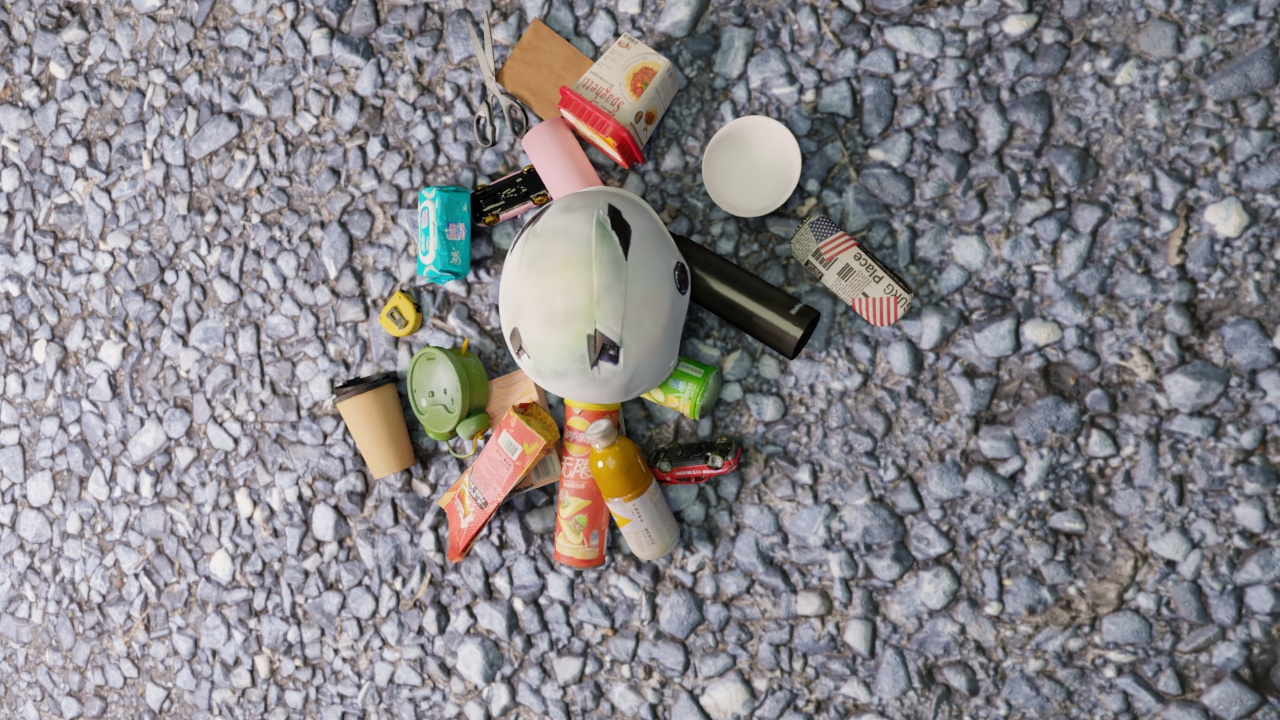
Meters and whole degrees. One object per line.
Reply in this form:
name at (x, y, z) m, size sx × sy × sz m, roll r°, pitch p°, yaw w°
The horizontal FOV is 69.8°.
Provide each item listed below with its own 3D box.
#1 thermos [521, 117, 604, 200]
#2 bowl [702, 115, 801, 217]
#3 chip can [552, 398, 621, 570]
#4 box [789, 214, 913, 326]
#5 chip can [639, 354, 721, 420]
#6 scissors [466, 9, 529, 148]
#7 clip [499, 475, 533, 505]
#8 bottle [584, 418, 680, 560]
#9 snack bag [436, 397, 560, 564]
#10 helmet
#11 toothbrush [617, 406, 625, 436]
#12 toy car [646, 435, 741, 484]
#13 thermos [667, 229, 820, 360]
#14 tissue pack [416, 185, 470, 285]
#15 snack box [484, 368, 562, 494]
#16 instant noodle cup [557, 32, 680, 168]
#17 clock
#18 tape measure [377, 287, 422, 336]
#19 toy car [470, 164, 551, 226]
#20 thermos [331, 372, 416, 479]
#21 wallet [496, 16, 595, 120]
thermos at (-0.080, -0.211, 1.165) m, size 0.067 × 0.087 × 0.198 m, roll -31°, pitch 81°, yaw 12°
bowl at (0.139, -0.228, 1.101) m, size 0.118 × 0.064 × 0.118 m, roll 0°, pitch 91°, yaw 20°
chip can at (-0.068, 0.153, 1.170) m, size 0.073 × 0.073 × 0.216 m, roll 7°, pitch 97°, yaw 19°
box at (0.249, -0.106, 1.083) m, size 0.068 × 0.051 × 0.164 m, roll -45°, pitch 78°, yaw 4°
chip can at (-0.007, 0.007, 1.152) m, size 0.221 × 0.072 × 0.072 m, roll 21°, pitch 97°, yaw 18°
scissors at (-0.202, -0.367, 1.224) m, size 0.165 × 0.014 × 0.163 m, roll 41°, pitch 118°, yaw 9°
clip at (-0.170, 0.172, 1.209) m, size 0.058 × 0.026 × 0.038 m, roll -34°, pitch 89°, yaw 23°
bottle at (-0.013, 0.157, 1.122) m, size 0.068 × 0.067 × 0.189 m, roll -18°, pitch 114°, yaw 18°
snack bag at (-0.191, 0.151, 1.181) m, size 0.208 × 0.073 × 0.128 m, roll -52°, pitch 33°, yaw 14°
helmet at (-0.069, -0.073, 1.049) m, size 0.229 × 0.145 × 0.259 m, roll 4°, pitch 97°, yaw 20°
toothbrush at (-0.025, 0.107, 1.188) m, size 0.016 × 0.017 × 0.187 m, roll -13°, pitch 87°, yaw 21°
toy car at (0.068, 0.126, 1.139) m, size 0.121 × 0.052 × 0.045 m, roll -11°, pitch 113°, yaw 25°
thermos at (0.091, -0.082, 1.111) m, size 0.242 × 0.089 × 0.069 m, roll 31°, pitch 142°, yaw 16°
tissue pack at (-0.266, -0.167, 1.230) m, size 0.093 × 0.050 × 0.133 m, roll 3°, pitch 93°, yaw 58°
snack box at (-0.157, 0.094, 1.229) m, size 0.085 × 0.026 × 0.157 m, roll -20°, pitch 84°, yaw 19°
instant noodle cup at (-0.022, -0.324, 1.137) m, size 0.116 × 0.116 × 0.124 m, roll 37°, pitch 90°, yaw 15°
clock at (-0.253, 0.053, 1.230) m, size 0.116 × 0.056 × 0.161 m, roll -5°, pitch 95°, yaw 42°
tape measure at (-0.337, -0.062, 1.287) m, size 0.057 × 0.028 × 0.060 m, roll 43°, pitch 104°, yaw 13°
toy car at (-0.172, -0.219, 1.225) m, size 0.122 × 0.037 × 0.056 m, roll -21°, pitch 82°, yaw 6°
thermos at (-0.365, 0.088, 1.273) m, size 0.093 × 0.093 × 0.143 m, roll -19°, pitch 93°, yaw 18°
wallet at (-0.127, -0.381, 1.216) m, size 0.115 × 0.020 × 0.101 m, roll 41°, pitch 104°, yaw 12°
